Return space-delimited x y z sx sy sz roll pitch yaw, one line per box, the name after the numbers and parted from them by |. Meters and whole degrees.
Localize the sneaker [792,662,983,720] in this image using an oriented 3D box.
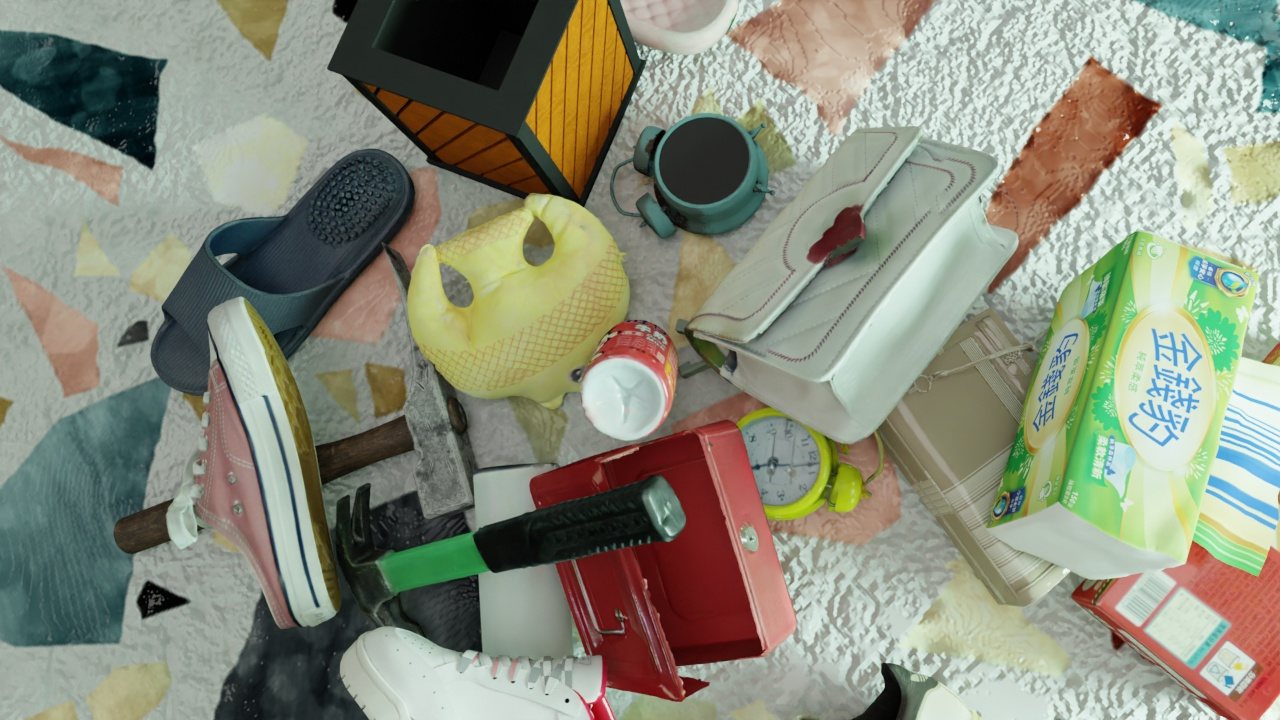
0.117 0.294 0.598 0.241 0.089 0.102 -42 86 -3 | sneaker

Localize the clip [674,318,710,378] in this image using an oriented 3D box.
0.064 -0.011 0.688 0.076 0.023 0.061 -3 83 11 | clip

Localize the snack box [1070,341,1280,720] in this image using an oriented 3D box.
0.406 0.104 0.593 0.113 0.060 0.236 39 90 14 | snack box

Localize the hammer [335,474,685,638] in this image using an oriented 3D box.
-0.099 0.121 0.590 0.320 0.032 0.130 -21 96 40 | hammer

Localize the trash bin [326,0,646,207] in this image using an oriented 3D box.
-0.099 -0.215 0.667 0.140 0.172 0.139 22 86 12 | trash bin

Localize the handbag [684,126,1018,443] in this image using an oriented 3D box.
0.138 -0.061 0.618 0.142 0.096 0.198 29 75 43 | handbag

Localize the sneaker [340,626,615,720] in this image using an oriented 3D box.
-0.068 0.221 0.575 0.236 0.090 0.104 33 85 13 | sneaker

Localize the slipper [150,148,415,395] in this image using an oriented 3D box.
-0.293 -0.072 0.727 0.263 0.082 0.101 -42 80 1 | slipper

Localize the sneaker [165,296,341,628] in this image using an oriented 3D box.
-0.283 0.077 0.655 0.087 0.118 0.241 -14 85 -10 | sneaker

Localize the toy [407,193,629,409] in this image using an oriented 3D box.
-0.084 -0.037 0.684 0.170 0.064 0.155 -26 102 4 | toy

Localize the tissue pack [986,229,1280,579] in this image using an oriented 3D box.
0.320 0.042 0.557 0.141 0.120 0.197 23 80 5 | tissue pack

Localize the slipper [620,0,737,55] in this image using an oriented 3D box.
-0.026 -0.312 0.723 0.221 0.056 0.106 31 76 10 | slipper

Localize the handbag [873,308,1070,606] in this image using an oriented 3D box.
0.280 0.040 0.637 0.198 0.062 0.175 -33 78 -5 | handbag

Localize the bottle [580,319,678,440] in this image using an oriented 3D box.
-0.004 0.004 0.639 0.062 0.137 0.062 1 107 4 | bottle

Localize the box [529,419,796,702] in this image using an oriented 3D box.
0.015 0.129 0.620 0.127 0.137 0.157 -17 88 -36 | box

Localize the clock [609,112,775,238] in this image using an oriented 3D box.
0.036 -0.141 0.695 0.124 0.053 0.090 -8 80 11 | clock

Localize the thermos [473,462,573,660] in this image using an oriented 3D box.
-0.082 0.191 0.660 0.068 0.068 0.230 -7 81 8 | thermos

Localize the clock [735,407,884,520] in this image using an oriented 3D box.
0.111 0.069 0.649 0.119 0.057 0.083 -11 78 14 | clock

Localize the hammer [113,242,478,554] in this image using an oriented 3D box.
-0.289 0.056 0.730 0.301 0.037 0.217 -20 79 7 | hammer
